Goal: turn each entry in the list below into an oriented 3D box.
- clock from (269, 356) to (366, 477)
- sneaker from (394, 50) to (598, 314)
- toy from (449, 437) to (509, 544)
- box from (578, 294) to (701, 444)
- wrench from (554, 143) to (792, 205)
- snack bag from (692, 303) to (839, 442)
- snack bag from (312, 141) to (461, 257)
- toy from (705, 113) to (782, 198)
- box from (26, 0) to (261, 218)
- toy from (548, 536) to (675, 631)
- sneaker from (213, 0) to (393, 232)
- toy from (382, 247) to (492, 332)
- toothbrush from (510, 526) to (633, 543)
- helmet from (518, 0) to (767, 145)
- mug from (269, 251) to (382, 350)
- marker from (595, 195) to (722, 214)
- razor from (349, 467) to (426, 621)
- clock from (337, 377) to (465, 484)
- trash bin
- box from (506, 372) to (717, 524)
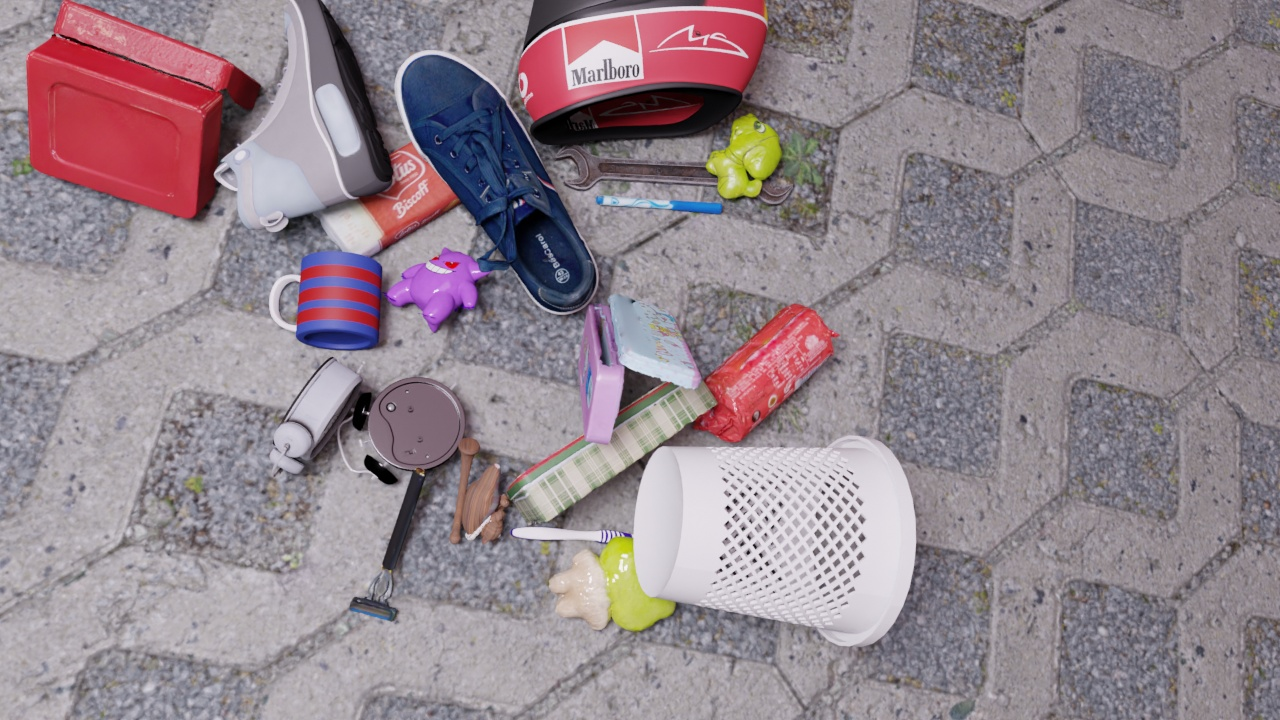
[{"bbox_3d":[-0.296,0.054,0.831,0.035,0.095,0.122,32,54,-8],"label":"clock"},{"bbox_3d":[-0.138,-0.170,0.877,0.120,0.127,0.294,-35,97,-5],"label":"sneaker"},{"bbox_3d":[-0.150,0.127,0.862,0.054,0.041,0.102,9,103,-11],"label":"toy"},{"bbox_3d":[-0.003,0.004,0.852,0.093,0.214,0.089,8,107,-8],"label":"box"},{"bbox_3d":[0.040,-0.211,1.027,0.273,0.010,0.070,0,76,-13],"label":"wrench"},{"bbox_3d":[0.128,0.011,0.952,0.176,0.082,0.082,-41,88,-20],"label":"snack bag"},{"bbox_3d":[-0.223,-0.187,0.944,0.224,0.041,0.077,-36,88,-21],"label":"snack bag"},{"bbox_3d":[0.118,-0.228,1.026,0.093,0.036,0.094,-21,82,-11],"label":"toy"},{"bbox_3d":[-0.471,-0.229,0.861,0.157,0.152,0.165,19,88,-9],"label":"box"},{"bbox_3d":[-0.028,0.217,0.882,0.117,0.043,0.092,-11,89,-8],"label":"toy"},{"bbox_3d":[-0.348,-0.242,0.898,0.160,0.093,0.256,-25,64,-2],"label":"sneaker"},{"bbox_3d":[-0.195,-0.073,0.912,0.106,0.056,0.088,25,70,31],"label":"toy"},{"bbox_3d":[-0.034,0.174,0.906,0.186,0.016,0.015,5,75,-12],"label":"toothbrush"},{"bbox_3d":[-0.003,-0.356,0.953,0.270,0.198,0.224,-8,87,-20],"label":"helmet"},{"bbox_3d":[-0.305,-0.054,0.879,0.112,0.075,0.076,-4,75,12],"label":"mug"},{"bbox_3d":[0.021,-0.172,1.011,0.141,0.013,0.013,2,75,-13],"label":"marker"},{"bbox_3d":[-0.225,0.167,0.846,0.043,0.022,0.144,19,92,-9],"label":"razor"},{"bbox_3d":[-0.226,0.067,0.874,0.120,0.043,0.091,-17,80,-17],"label":"clock"},{"bbox_3d":[0.109,0.156,0.840,0.199,0.196,0.195,8,74,-16],"label":"trash bin"},{"bbox_3d":[-0.030,0.082,0.880,0.205,0.118,0.050,-32,89,-17],"label":"box"}]
